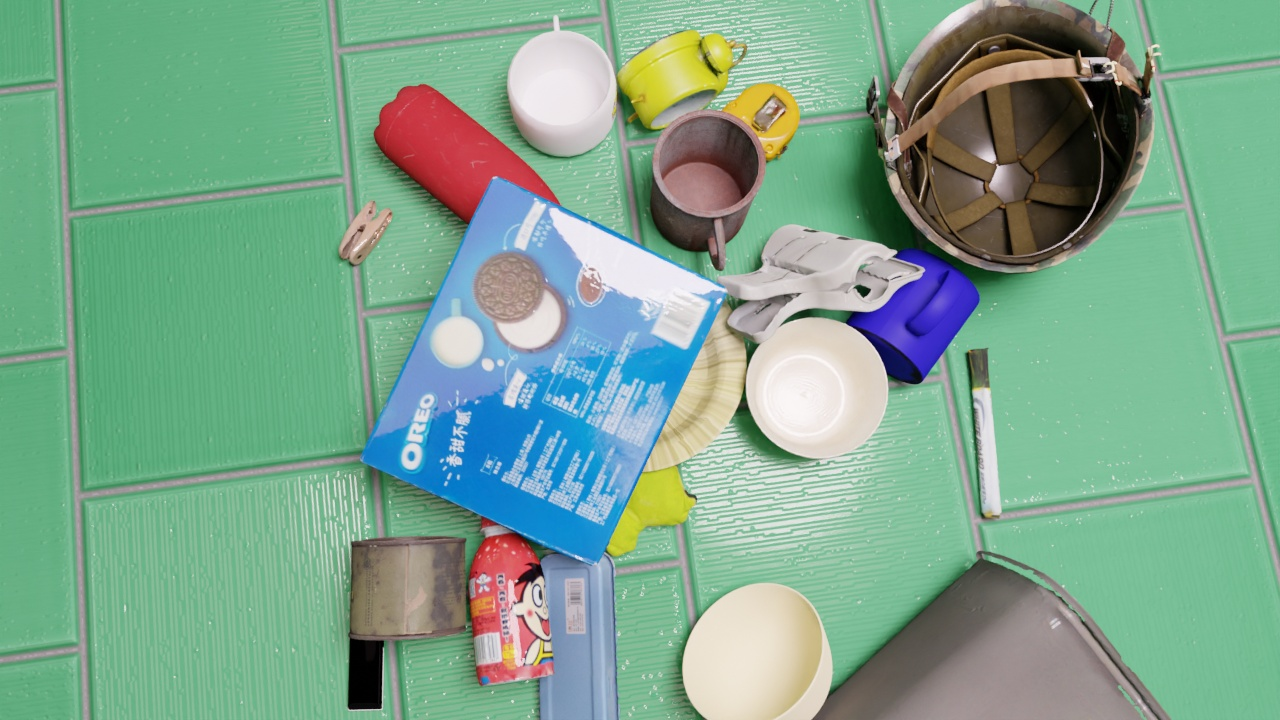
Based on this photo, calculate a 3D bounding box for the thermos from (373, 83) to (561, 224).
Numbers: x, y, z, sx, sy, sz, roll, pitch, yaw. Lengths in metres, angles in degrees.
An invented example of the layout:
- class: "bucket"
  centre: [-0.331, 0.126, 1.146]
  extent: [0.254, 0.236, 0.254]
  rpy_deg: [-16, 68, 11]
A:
- class: "thermos"
  centre: [-0.119, -0.139, 0.773]
  extent: [0.240, 0.073, 0.073]
  rpy_deg: [40, 82, 12]

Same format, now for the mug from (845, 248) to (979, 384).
- class: "mug"
  centre: [0.227, -0.039, 0.754]
  extent: [0.079, 0.111, 0.083]
  rpy_deg: [38, 82, 0]

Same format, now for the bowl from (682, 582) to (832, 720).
- class: "bowl"
  centre: [0.102, 0.245, 0.719]
  extent: [0.118, 0.118, 0.074]
  rpy_deg: [-43, 126, -7]

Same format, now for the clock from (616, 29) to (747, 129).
- class: "clock"
  centre: [0.038, -0.250, 0.801]
  extent: [0.119, 0.083, 0.057]
  rpy_deg: [-26, 87, -2]

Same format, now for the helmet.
- class: "helmet"
  centre: [0.286, -0.179, 0.716]
  extent: [0.193, 0.235, 0.224]
  rpy_deg: [-9, 91, 21]

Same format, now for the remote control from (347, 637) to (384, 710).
- class: "remote control"
  centre: [-0.225, 0.223, 0.754]
  extent: [0.028, 0.012, 0.124]
  rpy_deg: [-1, 81, -1]

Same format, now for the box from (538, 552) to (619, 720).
- class: "box"
  centre: [-0.049, 0.261, 0.749]
  extent: [0.067, 0.052, 0.209]
  rpy_deg: [-6, 78, 20]

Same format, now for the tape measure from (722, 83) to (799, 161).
- class: "tape measure"
  centre: [0.113, -0.217, 0.824]
  extent: [0.068, 0.030, 0.059]
  rpy_deg: [43, 84, 5]

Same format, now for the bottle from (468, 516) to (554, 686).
- class: "bottle"
  centre: [-0.105, 0.183, 0.727]
  extent: [0.062, 0.062, 0.137]
  rpy_deg: [-8, 73, -2]

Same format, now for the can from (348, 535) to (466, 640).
- class: "can"
  centre: [-0.183, 0.177, 0.723]
  extent: [0.090, 0.090, 0.074]
  rpy_deg: [-2, 80, -1]

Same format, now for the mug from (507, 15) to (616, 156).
- class: "mug"
  centre: [-0.069, -0.242, 0.805]
  extent: [0.094, 0.068, 0.115]
  rpy_deg: [-5, 81, -2]

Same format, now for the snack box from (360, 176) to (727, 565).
- class: "snack box"
  centre: [-0.072, 0.010, 0.702]
  extent: [0.195, 0.056, 0.239]
  rpy_deg: [25, 91, -6]

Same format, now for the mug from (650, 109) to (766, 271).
- class: "mug"
  centre: [0.056, -0.132, 0.771]
  extent: [0.096, 0.110, 0.123]
  rpy_deg: [-8, 81, 3]

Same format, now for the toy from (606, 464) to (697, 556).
- class: "toy"
  centre: [-0.006, 0.118, 0.764]
  extent: [0.094, 0.036, 0.093]
  rpy_deg: [26, 86, 10]

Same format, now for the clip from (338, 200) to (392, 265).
- class: "clip"
  centre: [-0.238, -0.111, 0.805]
  extent: [0.049, 0.026, 0.061]
  rpy_deg: [-4, 73, -6]

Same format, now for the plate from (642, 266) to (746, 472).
- class: "plate"
  centre: [-0.005, 0.004, 0.779]
  extent: [0.184, 0.036, 0.184]
  rpy_deg: [0, 77, 1]

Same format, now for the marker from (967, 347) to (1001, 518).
- class: "marker"
  centre: [0.295, 0.062, 0.786]
  extent: [0.017, 0.017, 0.146]
  rpy_deg: [-2, 80, -1]

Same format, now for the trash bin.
- class: "trash bin"
  centre: [0.242, 0.288, 0.667]
  extent: [0.220, 0.197, 0.197]
  rpy_deg: [-36, 84, -1]

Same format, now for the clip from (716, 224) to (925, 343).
- class: "clip"
  centre: [0.133, -0.075, 0.742]
  extent: [0.150, 0.125, 0.089]
  rpy_deg: [-16, 109, -18]

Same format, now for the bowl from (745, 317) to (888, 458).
- class: "bowl"
  centre: [0.141, 0.027, 0.767]
  extent: [0.115, 0.062, 0.115]
  rpy_deg: [0, 80, -1]
